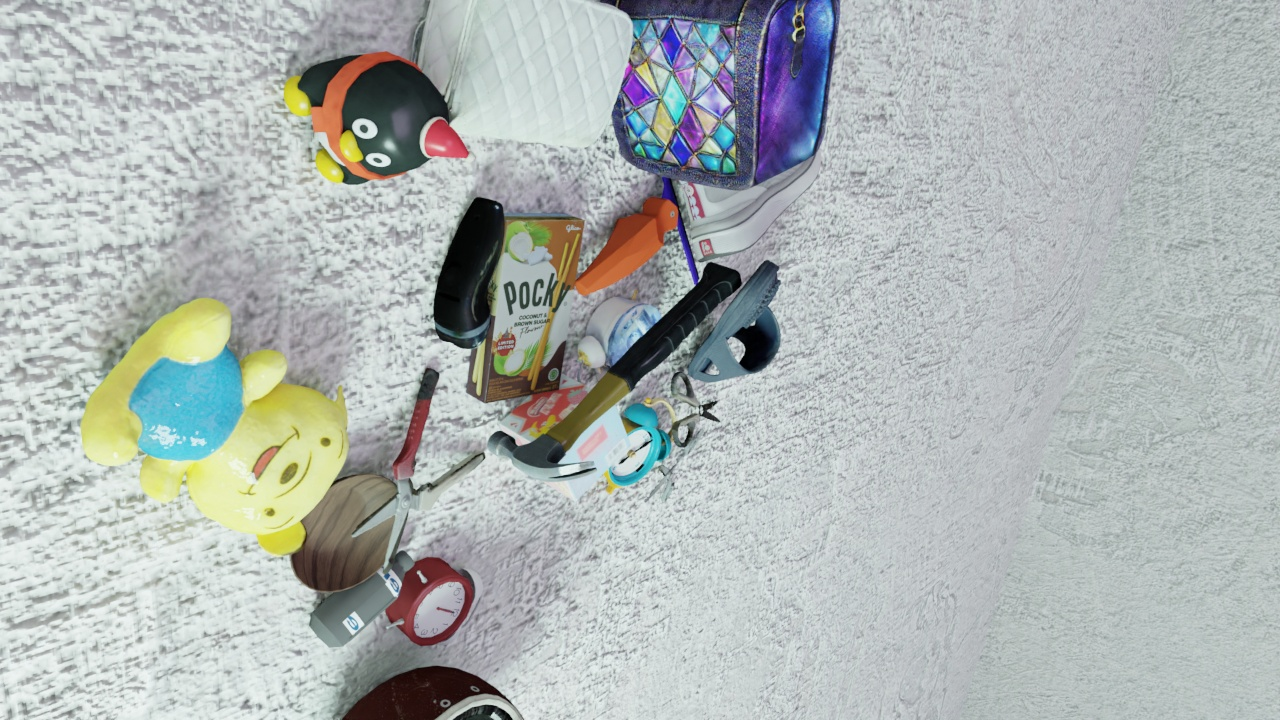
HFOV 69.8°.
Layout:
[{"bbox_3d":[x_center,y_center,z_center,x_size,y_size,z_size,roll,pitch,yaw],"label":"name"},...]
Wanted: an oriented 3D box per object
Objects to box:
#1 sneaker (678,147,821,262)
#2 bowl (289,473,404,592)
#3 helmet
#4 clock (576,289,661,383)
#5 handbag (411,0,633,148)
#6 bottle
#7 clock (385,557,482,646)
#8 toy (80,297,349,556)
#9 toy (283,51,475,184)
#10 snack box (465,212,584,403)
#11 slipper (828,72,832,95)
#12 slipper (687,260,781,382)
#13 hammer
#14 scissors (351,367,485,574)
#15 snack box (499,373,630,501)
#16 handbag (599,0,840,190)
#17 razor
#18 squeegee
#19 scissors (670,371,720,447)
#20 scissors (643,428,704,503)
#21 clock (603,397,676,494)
[{"bbox_3d":[0.123,-0.228,1.085,0.262,0.097,0.129,-45,115,-38],"label":"sneaker"},{"bbox_3d":[-0.278,0.155,0.855,0.119,0.032,0.119,-26,128,-39],"label":"bowl"},{"bbox_3d":[-0.205,0.440,0.913,0.233,0.253,0.234,-41,161,-21],"label":"helmet"},{"bbox_3d":[-0.027,-0.016,1.042,0.125,0.052,0.089,-52,141,-16],"label":"clock"},{"bbox_3d":[-0.103,-0.261,0.806,0.194,0.072,0.139,-5,122,-49],"label":"handbag"},{"bbox_3d":[-0.269,0.230,0.896,0.112,0.047,0.047,-42,136,-28],"label":"bottle"},{"bbox_3d":[-0.216,0.258,0.975,0.124,0.044,0.087,36,81,-51],"label":"clock"},{"bbox_3d":[-0.316,0.052,0.715,0.149,0.084,0.214,-50,141,-8],"label":"toy"},{"bbox_3d":[-0.194,-0.185,0.701,0.099,0.119,0.098,-44,138,-30],"label":"toy"},{"bbox_3d":[-0.117,-0.055,0.932,0.100,0.032,0.186,-10,117,-47],"label":"snack box"},{"bbox_3d":[0.161,-0.332,1.092,0.262,0.052,0.115,-14,121,-46],"label":"slipper"},{"bbox_3d":[0.127,-0.026,1.099,0.101,0.082,0.264,-51,175,-23],"label":"slipper"},{"bbox_3d":[-0.006,0.006,0.967,0.332,0.118,0.025,-44,138,-25],"label":"hammer"},{"bbox_3d":[-0.206,0.109,0.894,0.179,0.015,0.199,26,72,-63],"label":"scissors"},{"bbox_3d":[-0.081,0.080,0.996,0.092,0.095,0.079,-43,137,-25],"label":"snack box"},{"bbox_3d":[0.073,-0.291,0.880,0.125,0.205,0.222,-32,129,-37],"label":"handbag"},{"bbox_3d":[-0.154,-0.081,0.859,0.063,0.053,0.140,3,106,-62],"label":"razor"},{"bbox_3d":[-0.006,-0.132,1.000,0.184,0.055,0.250,-46,135,-29],"label":"squeegee"},{"bbox_3d":[0.071,0.072,1.203,0.163,0.013,0.153,62,34,-43],"label":"scissors"},{"bbox_3d":[0.045,0.138,1.215,0.164,0.014,0.142,-54,162,-27],"label":"scissors"},{"bbox_3d":[-0.005,0.104,1.144,0.129,0.044,0.099,-44,138,-15],"label":"clock"}]
